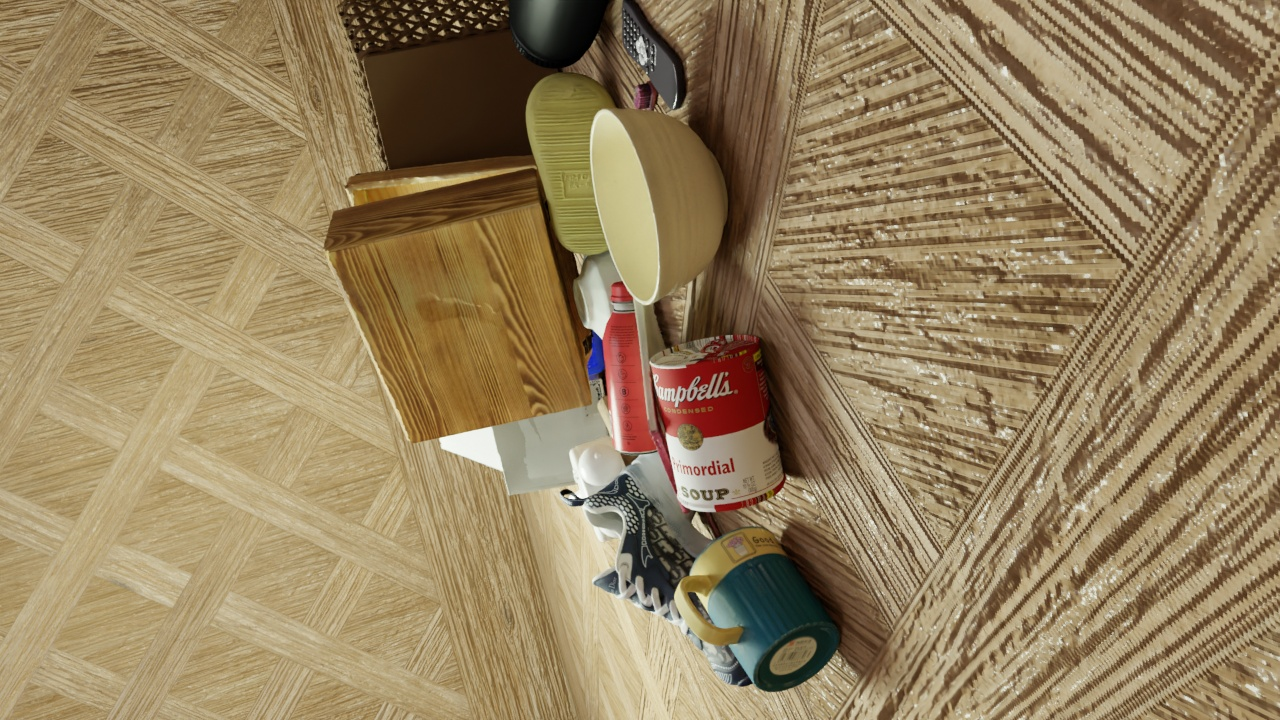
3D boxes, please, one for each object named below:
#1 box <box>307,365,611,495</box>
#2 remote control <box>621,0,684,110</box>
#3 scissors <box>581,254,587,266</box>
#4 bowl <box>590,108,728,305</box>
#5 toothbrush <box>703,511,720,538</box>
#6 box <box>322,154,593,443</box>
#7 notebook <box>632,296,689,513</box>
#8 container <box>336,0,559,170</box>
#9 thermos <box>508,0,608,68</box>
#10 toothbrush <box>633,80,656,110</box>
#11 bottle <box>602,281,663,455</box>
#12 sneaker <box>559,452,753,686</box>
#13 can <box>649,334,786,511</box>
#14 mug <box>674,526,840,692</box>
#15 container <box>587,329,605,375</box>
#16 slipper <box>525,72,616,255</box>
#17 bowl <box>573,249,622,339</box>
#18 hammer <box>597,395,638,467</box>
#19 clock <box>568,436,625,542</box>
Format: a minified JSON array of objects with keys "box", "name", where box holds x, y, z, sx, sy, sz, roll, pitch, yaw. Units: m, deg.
[{"box":[-0.267,0.094,1.348,0.118,0.479,0.166,-56,-37,-57],"name":"box"},{"box":[0.008,-0.250,0.751,0.046,0.009,0.124,91,158,-47],"name":"remote control"},{"box":[-0.061,-0.151,1.110,0.163,0.012,0.154,-147,44,-70],"name":"scissors"},{"box":[0.020,-0.124,0.708,0.151,0.075,0.150,165,90,-75],"name":"bowl"},{"box":[0.047,0.113,0.978,0.015,0.015,0.184,99,150,-64],"name":"toothbrush"},{"box":[-0.190,-0.075,1.057,0.167,0.245,0.280,-97,-4,-53],"name":"box"},{"box":[0.020,0.036,0.826,0.209,0.012,0.152,69,-167,-62],"name":"notebook"},{"box":[-0.227,-0.309,1.143,0.214,0.219,0.252,-122,22,-48],"name":"container"},{"box":[-0.069,-0.328,0.806,0.199,0.086,0.086,143,111,-75],"name":"thermos"},{"box":[-0.003,-0.183,0.850,0.190,0.016,0.016,100,150,-59],"name":"toothbrush"},{"box":[-0.006,0.006,0.950,0.062,0.062,0.177,-148,51,-69],"name":"bottle"},{"box":[0.020,0.219,0.935,0.269,0.132,0.103,59,160,30],"name":"sneaker"},{"box":[0.061,0.047,0.714,0.087,0.086,0.116,-154,50,-71],"name":"can"},{"box":[0.085,0.200,0.732,0.107,0.113,0.083,56,135,47],"name":"mug"},{"box":[-0.089,-0.032,1.245,0.114,0.058,0.096,-129,27,-57],"name":"container"},{"box":[-0.058,-0.203,0.935,0.081,0.092,0.191,-83,-13,-57],"name":"slipper"},{"box":[-0.038,-0.069,1.010,0.117,0.061,0.117,165,90,-76],"name":"bowl"},{"box":[0.007,0.166,1.148,0.132,0.040,0.305,89,161,-53],"name":"hammer"},{"box":[-0.051,0.164,1.151,0.161,0.073,0.125,139,113,-81],"name":"clock"}]
